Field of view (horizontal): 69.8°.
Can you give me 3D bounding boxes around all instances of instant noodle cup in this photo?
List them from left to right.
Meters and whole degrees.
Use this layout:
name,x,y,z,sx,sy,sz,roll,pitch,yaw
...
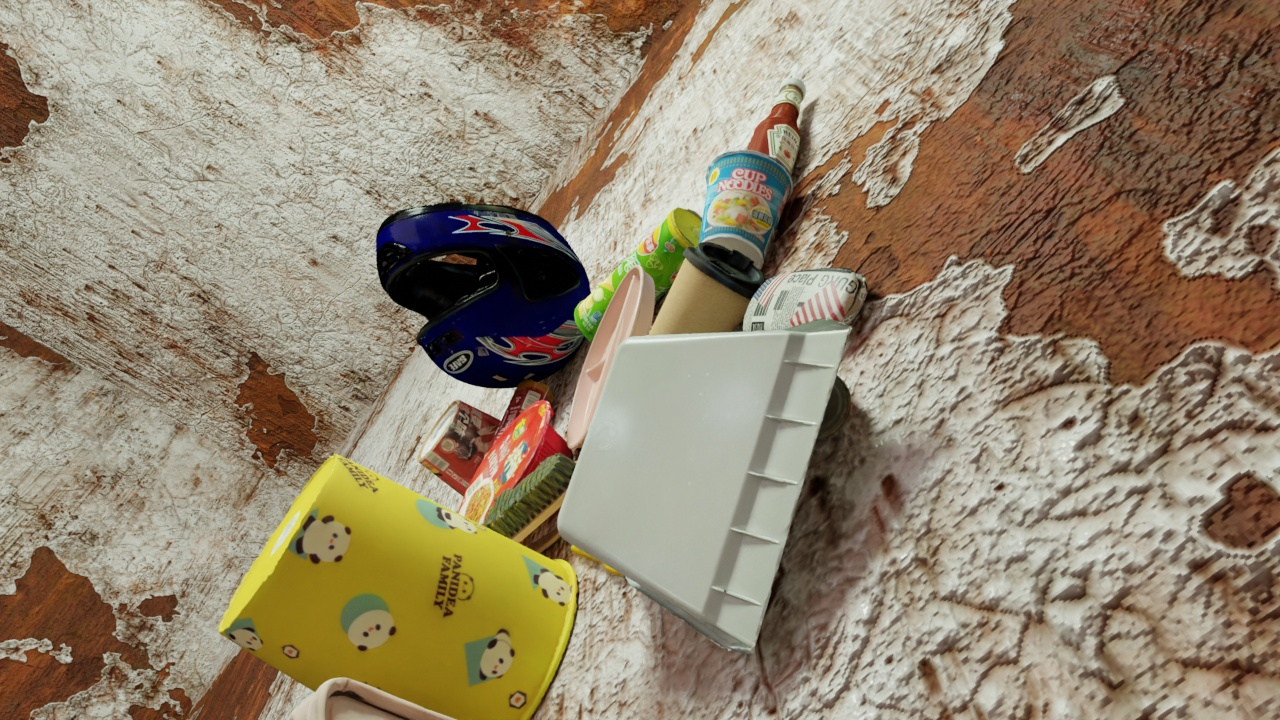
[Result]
name,x,y,z,sx,sy,sz,roll,pitch,yaw
instant noodle cup,-0.254,0.130,1.353,0.138,0.108,0.137,-47,20,22
instant noodle cup,-0.148,0.145,1.126,0.194,0.066,0.193,-46,20,22
instant noodle cup,0.107,-0.151,0.985,0.099,0.099,0.109,-31,37,52

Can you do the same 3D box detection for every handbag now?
name,x,y,z,sx,sy,sz,roll,pitch,yaw
handbag,-0.162,0.345,0.629,0.093,0.193,0.234,-54,27,7

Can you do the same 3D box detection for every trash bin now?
name,x,y,z,sx,sy,sz,roll,pitch,yaw
trash bin,-0.228,0.232,0.864,0.230,0.255,0.229,-48,19,22

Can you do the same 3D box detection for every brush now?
name,x,y,z,sx,sy,sz,roll,pitch,yaw
brush,-0.104,0.156,0.983,0.146,0.073,0.063,-41,16,22

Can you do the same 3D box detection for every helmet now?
name,x,y,z,sx,sy,sz,roll,pitch,yaw
helmet,-0.221,-0.080,1.340,0.248,0.314,0.240,-35,60,45

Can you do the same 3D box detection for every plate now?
name,x,y,z,sx,sy,sz,roll,pitch,yaw
plate,-0.034,-0.001,1.078,0.229,0.028,0.229,-160,91,-79

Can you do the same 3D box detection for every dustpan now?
name,x,y,z,sx,sy,sz,roll,pitch,yaw
dustpan,0.050,0.085,0.706,0.258,0.142,0.222,10,77,43

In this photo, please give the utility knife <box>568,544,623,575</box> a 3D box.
name,x,y,z,sx,sy,sz,roll,pitch,yaw
utility knife,-0.037,0.178,0.862,0.033,0.015,0.172,-57,18,-18

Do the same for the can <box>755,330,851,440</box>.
name,x,y,z,sx,sy,sz,roll,pitch,yaw
can,0.113,0.015,0.714,0.053,0.053,0.132,-53,18,6

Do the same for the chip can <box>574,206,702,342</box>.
name,x,y,z,sx,sy,sz,roll,pitch,yaw
chip can,0.000,-0.103,1.188,0.222,0.072,0.072,-42,22,36

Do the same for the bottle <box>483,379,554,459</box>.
name,x,y,z,sx,sy,sz,roll,pitch,yaw
bottle,-0.173,0.108,1.269,0.058,0.057,0.174,-35,26,46

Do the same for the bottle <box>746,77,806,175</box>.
name,x,y,z,sx,sy,sz,roll,pitch,yaw
bottle,0.165,-0.269,1.096,0.060,0.060,0.205,-35,25,46

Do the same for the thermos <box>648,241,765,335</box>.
name,x,y,z,sx,sy,sz,roll,pitch,yaw
thermos,0.059,-0.045,0.922,0.143,0.093,0.093,-59,16,16

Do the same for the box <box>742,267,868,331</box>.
name,x,y,z,sx,sy,sz,roll,pitch,yaw
box,0.139,-0.044,0.789,0.068,0.051,0.164,-48,18,-12
